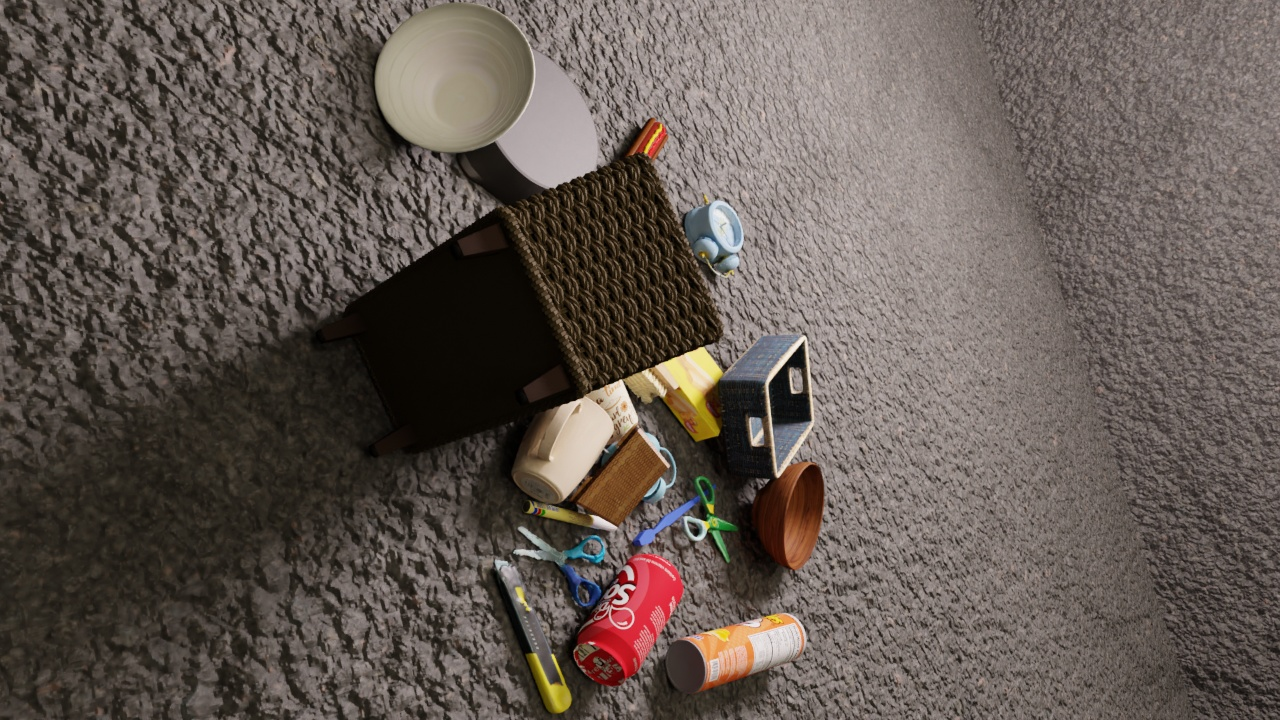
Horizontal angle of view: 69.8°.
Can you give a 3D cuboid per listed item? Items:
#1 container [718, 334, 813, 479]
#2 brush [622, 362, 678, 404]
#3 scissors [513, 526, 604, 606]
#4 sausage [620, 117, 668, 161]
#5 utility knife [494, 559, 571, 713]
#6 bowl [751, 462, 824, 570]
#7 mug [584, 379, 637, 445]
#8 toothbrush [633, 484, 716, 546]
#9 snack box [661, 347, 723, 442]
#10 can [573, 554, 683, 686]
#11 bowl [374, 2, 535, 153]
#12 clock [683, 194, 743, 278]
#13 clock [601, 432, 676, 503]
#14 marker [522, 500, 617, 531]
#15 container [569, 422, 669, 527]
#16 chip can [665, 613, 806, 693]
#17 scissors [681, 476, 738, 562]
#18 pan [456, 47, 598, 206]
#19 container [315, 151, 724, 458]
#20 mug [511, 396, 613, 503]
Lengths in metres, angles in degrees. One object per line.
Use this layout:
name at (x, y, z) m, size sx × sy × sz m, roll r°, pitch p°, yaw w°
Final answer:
container at (0.176, 0.060, 1.268) m, size 0.186 × 0.071 × 0.145 m, roll -40°, pitch 126°, yaw -56°
brush at (-0.007, 0.007, 1.147) m, size 0.117 × 0.049 × 0.039 m, roll 50°, pitch 42°, yaw -22°
scissors at (-0.088, 0.226, 0.995) m, size 0.135 × 0.016 × 0.086 m, roll 21°, pitch 61°, yaw -40°
sausage at (0.001, -0.289, 1.287) m, size 0.040 × 0.040 × 0.155 m, roll 49°, pitch 44°, yaw -23°
utility knife at (-0.112, 0.281, 0.941) m, size 0.028 × 0.020 × 0.171 m, roll -25°, pitch 92°, yaw -52°
bowl at (0.195, 0.208, 1.264) m, size 0.147 × 0.069 × 0.147 m, roll -19°, pitch 113°, yaw -56°
mug at (-0.050, 0.035, 1.085) m, size 0.097 × 0.081 × 0.121 m, roll 60°, pitch 14°, yaw -22°
toothbrush at (0.046, 0.194, 1.164) m, size 0.186 × 0.011 × 0.016 m, roll -25°, pitch 94°, yaw -53°
snack box at (0.047, 0.004, 1.215) m, size 0.200 × 0.042 × 0.091 m, roll 52°, pitch 42°, yaw -21°
can at (-0.011, 0.282, 1.009) m, size 0.074 × 0.075 × 0.142 m, roll 57°, pitch 42°, yaw -15°
bowl at (-0.200, -0.302, 1.018) m, size 0.058 × 0.177 × 0.176 m, roll 76°, pitch 3°, yaw -79°
clock at (0.110, -0.178, 1.354) m, size 0.088 × 0.052 × 0.124 m, roll 23°, pitch 58°, yaw -43°
clock at (0.003, 0.130, 1.113) m, size 0.123 × 0.042 × 0.087 m, roll 5°, pitch 71°, yaw -45°
marker at (-0.076, 0.175, 1.028) m, size 0.132 × 0.014 × 0.014 m, roll 22°, pitch 59°, yaw -41°
container at (-0.019, 0.131, 1.021) m, size 0.061 × 0.063 × 0.114 m, roll 40°, pitch 85°, yaw 5°
chip can at (0.122, 0.359, 1.136) m, size 0.210 × 0.062 × 0.062 m, roll 5°, pitch 71°, yaw -47°
scissors at (0.090, 0.216, 1.192) m, size 0.119 × 0.012 × 0.129 m, roll -38°, pitch 110°, yaw -50°
pan at (-0.100, -0.241, 1.150) m, size 0.356 × 0.043 × 0.247 m, roll 56°, pitch 42°, yaw -16°
container at (-0.127, -0.031, 0.832) m, size 0.204 × 0.322 × 0.176 m, roll -27°, pitch 95°, yaw -43°
mug at (-0.087, 0.089, 0.983) m, size 0.085 × 0.112 × 0.104 m, roll 24°, pitch 58°, yaw 9°
